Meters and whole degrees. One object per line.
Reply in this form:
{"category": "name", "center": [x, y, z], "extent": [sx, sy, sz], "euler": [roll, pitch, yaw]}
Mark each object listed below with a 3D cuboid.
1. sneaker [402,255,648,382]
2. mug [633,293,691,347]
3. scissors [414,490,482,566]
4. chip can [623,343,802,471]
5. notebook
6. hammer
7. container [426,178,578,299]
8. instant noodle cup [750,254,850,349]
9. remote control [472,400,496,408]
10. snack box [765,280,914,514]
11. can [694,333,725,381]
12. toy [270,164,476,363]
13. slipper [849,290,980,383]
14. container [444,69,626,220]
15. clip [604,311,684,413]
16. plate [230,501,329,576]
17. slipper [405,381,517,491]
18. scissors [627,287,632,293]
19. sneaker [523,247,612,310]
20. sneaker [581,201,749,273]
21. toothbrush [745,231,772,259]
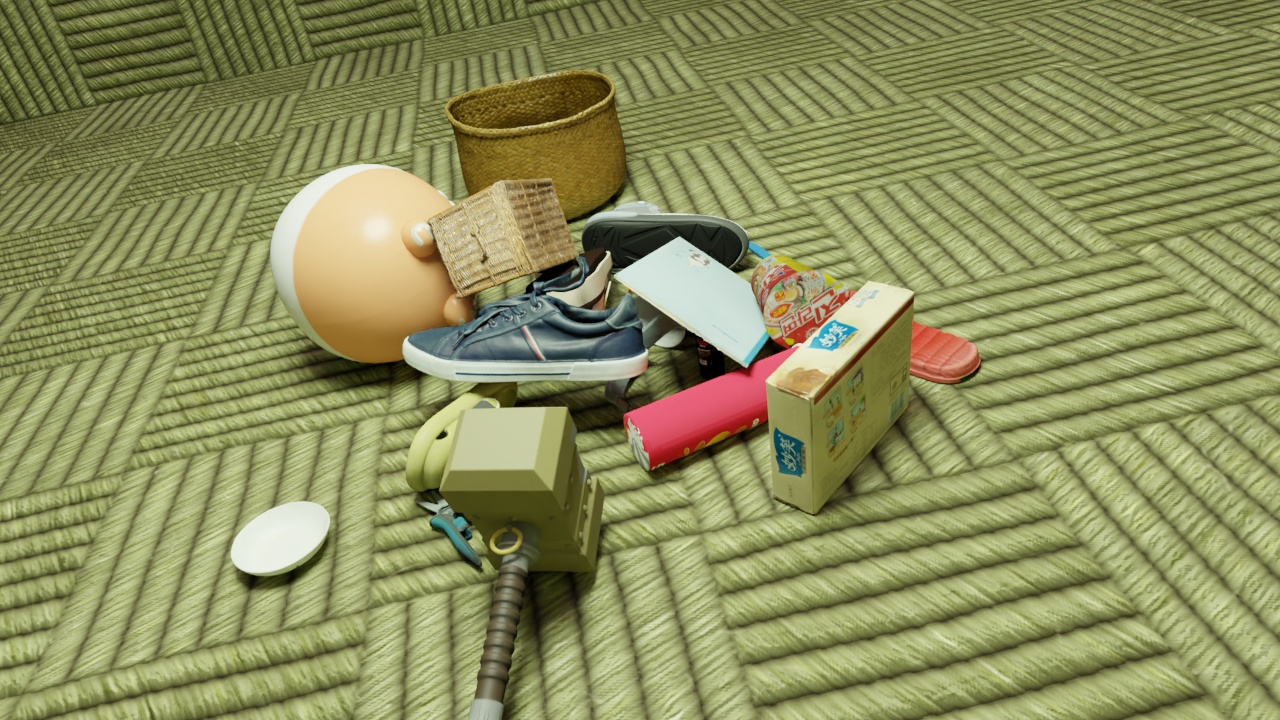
{"category": "sneaker", "center": [-0.138, -0.046, 1.056], "extent": [0.295, 0.127, 0.120], "euler": [-1, 17, 13]}
{"category": "mug", "center": [0.034, -0.073, 1.222], "extent": [0.122, 0.085, 0.094], "euler": [-19, 20, 46]}
{"category": "scissors", "center": [-0.182, 0.170, 0.969], "extent": [0.119, 0.019, 0.151], "euler": [-14, 32, -4]}
{"category": "chip can", "center": [0.094, 0.051, 1.022], "extent": [0.220, 0.069, 0.069], "euler": [-21, 35, -15]}
{"category": "notebook", "center": [0.084, -0.079, 1.117], "extent": [0.181, 0.009, 0.252], "euler": [35, 25, 6]}
{"category": "hammer", "center": [-0.115, 0.219, 0.780], "extent": [0.101, 0.190, 0.324], "euler": [-2, 52, 12]}
{"category": "container", "center": [-0.170, -0.157, 1.159], "extent": [0.113, 0.114, 0.198], "euler": [-19, 7, 15]}
{"category": "instant noodle cup", "center": [0.181, -0.080, 1.121], "extent": [0.100, 0.100, 0.112], "euler": [-15, 27, -6]}
{"category": "remote control", "center": [-0.129, 0.098, 1.000], "extent": [0.146, 0.008, 0.045], "euler": [36, 47, 7]}
{"category": "snack box", "center": [0.207, 0.035, 0.938], "extent": [0.055, 0.153, 0.206], "euler": [21, 45, 35]}
{"category": "can", "center": [0.084, -0.016, 1.112], "extent": [0.031, 0.081, 0.031], "euler": [-7, 34, 5]}
{"category": "toy", "center": [-0.338, -0.128, 1.224], "extent": [0.281, 0.263, 0.265], "euler": [14, 48, 40]}
{"category": "slipper", "center": [0.292, -0.044, 1.117], "extent": [0.249, 0.059, 0.103], "euler": [22, 46, 37]}
{"category": "container", "center": [-0.172, -0.368, 1.600], "extent": [0.307, 0.197, 0.306], "euler": [-8, 32, 5]}
{"category": "clip", "center": [-0.010, 0.011, 1.111], "extent": [0.169, 0.031, 0.164], "euler": [-23, 33, 56]}
{"category": "plate", "center": [-0.380, 0.196, 0.980], "extent": [0.104, 0.026, 0.104], "euler": [-8, 33, 5]}
{"category": "slipper", "center": [-0.187, 0.088, 1.048], "extent": [0.081, 0.092, 0.190], "euler": [30, 45, 12]}
{"category": "scissors", "center": [-0.022, -0.067, 1.199], "extent": [0.011, 0.131, 0.125], "euler": [24, 74, 2]}
{"category": "sneaker", "center": [-0.081, -0.076, 1.252], "extent": [0.112, 0.116, 0.293], "euler": [-16, 14, 3]}
{"category": "sneaker", "center": [0.049, -0.198, 1.397], "extent": [0.257, 0.093, 0.160], "euler": [3, 28, 18]}
{"category": "toothbrush", "center": [0.180, -0.164, 1.363], "extent": [0.016, 0.014, 0.166], "euler": [-21, 36, -15]}
